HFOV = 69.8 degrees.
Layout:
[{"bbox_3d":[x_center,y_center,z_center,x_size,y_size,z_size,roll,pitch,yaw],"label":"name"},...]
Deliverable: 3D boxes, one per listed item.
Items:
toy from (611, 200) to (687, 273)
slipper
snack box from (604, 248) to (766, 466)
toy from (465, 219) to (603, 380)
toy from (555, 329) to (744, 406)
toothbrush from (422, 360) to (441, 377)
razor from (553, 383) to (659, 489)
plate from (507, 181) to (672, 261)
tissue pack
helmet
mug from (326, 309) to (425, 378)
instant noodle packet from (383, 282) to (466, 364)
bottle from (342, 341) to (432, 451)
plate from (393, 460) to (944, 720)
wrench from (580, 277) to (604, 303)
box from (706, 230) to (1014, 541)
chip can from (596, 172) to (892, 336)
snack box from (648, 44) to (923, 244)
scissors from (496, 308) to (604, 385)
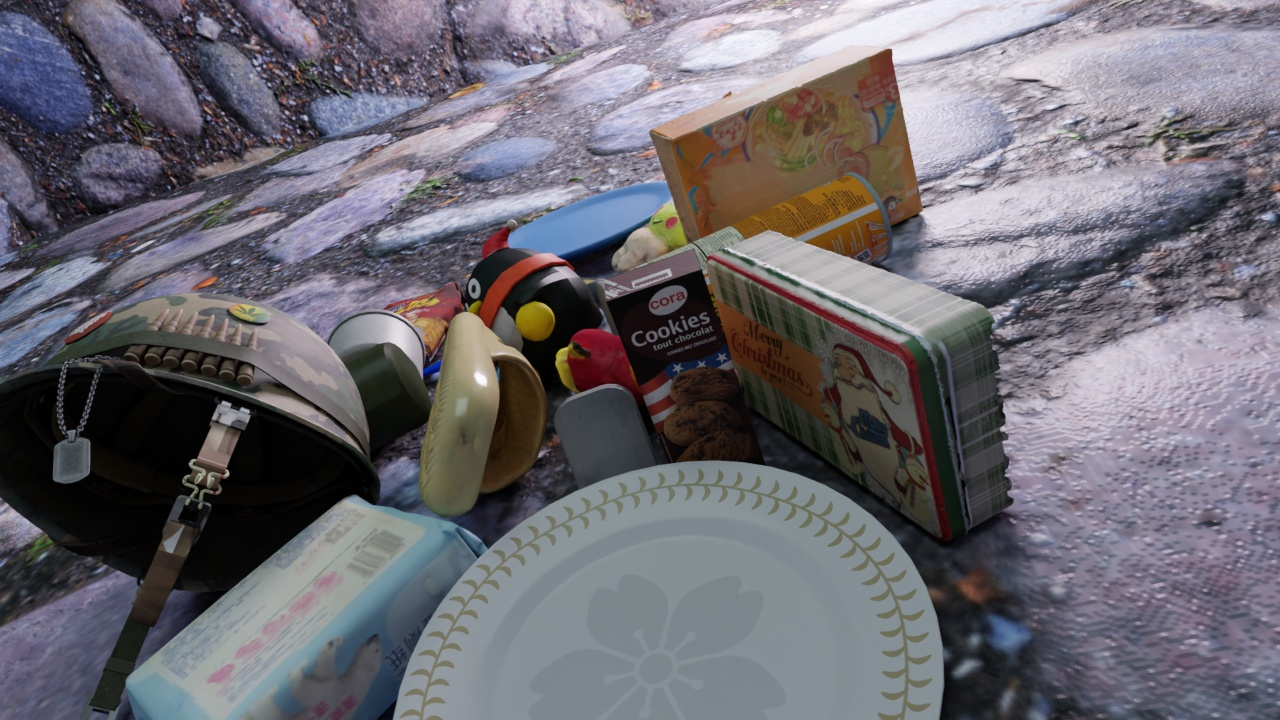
[{"bbox_3d":[0.025,-0.116,0.874,0.115,0.046,0.092,-32,28,-5],"label":"toy"},{"bbox_3d":[-0.098,0.033,0.599,0.079,0.111,0.261,9,7,-12],"label":"slipper"},{"bbox_3d":[0.028,0.015,0.505,0.051,0.141,0.031,-18,26,5],"label":"snack box"},{"bbox_3d":[-0.095,-0.046,0.743,0.119,0.098,0.099,38,44,23],"label":"toy"},{"bbox_3d":[-0.004,0.003,0.602,0.105,0.067,0.138,15,-11,-38],"label":"toy"},{"bbox_3d":[-0.158,-0.005,0.821,0.182,0.018,0.016,-18,40,7],"label":"toothbrush"},{"bbox_3d":[-0.016,0.053,0.561,0.047,0.088,0.116,-20,7,1],"label":"razor"},{"bbox_3d":[-0.061,-0.139,0.994,0.224,0.024,0.224,-18,22,7],"label":"plate"},{"bbox_3d":[-0.171,0.149,0.476,0.112,0.070,0.181,6,38,43],"label":"tissue pack"},{"bbox_3d":[-0.273,0.065,0.552,0.193,0.224,0.236,-52,46,32],"label":"helmet"},{"bbox_3d":[-0.237,0.015,0.772,0.113,0.084,0.070,-28,28,1],"label":"mug"},{"bbox_3d":[-0.231,-0.026,0.895,0.099,0.040,0.135,-19,26,21],"label":"instant noodle packet"},{"bbox_3d":[-0.266,0.061,0.706,0.207,0.071,0.071,-27,26,1],"label":"bottle"},{"bbox_3d":[0.007,0.135,0.406,0.243,0.016,0.242,-13,35,9],"label":"plate"},{"bbox_3d":[-0.038,-0.064,0.844,0.274,0.022,0.073,6,31,45],"label":"wrench"},{"bbox_3d":[0.109,0.004,0.498,0.050,0.118,0.205,-23,27,-14],"label":"box"},{"bbox_3d":[0.079,-0.068,0.702,0.215,0.075,0.075,-24,26,-7],"label":"chip can"},{"bbox_3d":[0.121,-0.161,0.771,0.195,0.145,0.080,-24,26,-8],"label":"snack box"},{"bbox_3d":[-0.103,-0.032,0.810,0.134,0.012,0.134,-25,46,-6],"label":"scissors"}]
